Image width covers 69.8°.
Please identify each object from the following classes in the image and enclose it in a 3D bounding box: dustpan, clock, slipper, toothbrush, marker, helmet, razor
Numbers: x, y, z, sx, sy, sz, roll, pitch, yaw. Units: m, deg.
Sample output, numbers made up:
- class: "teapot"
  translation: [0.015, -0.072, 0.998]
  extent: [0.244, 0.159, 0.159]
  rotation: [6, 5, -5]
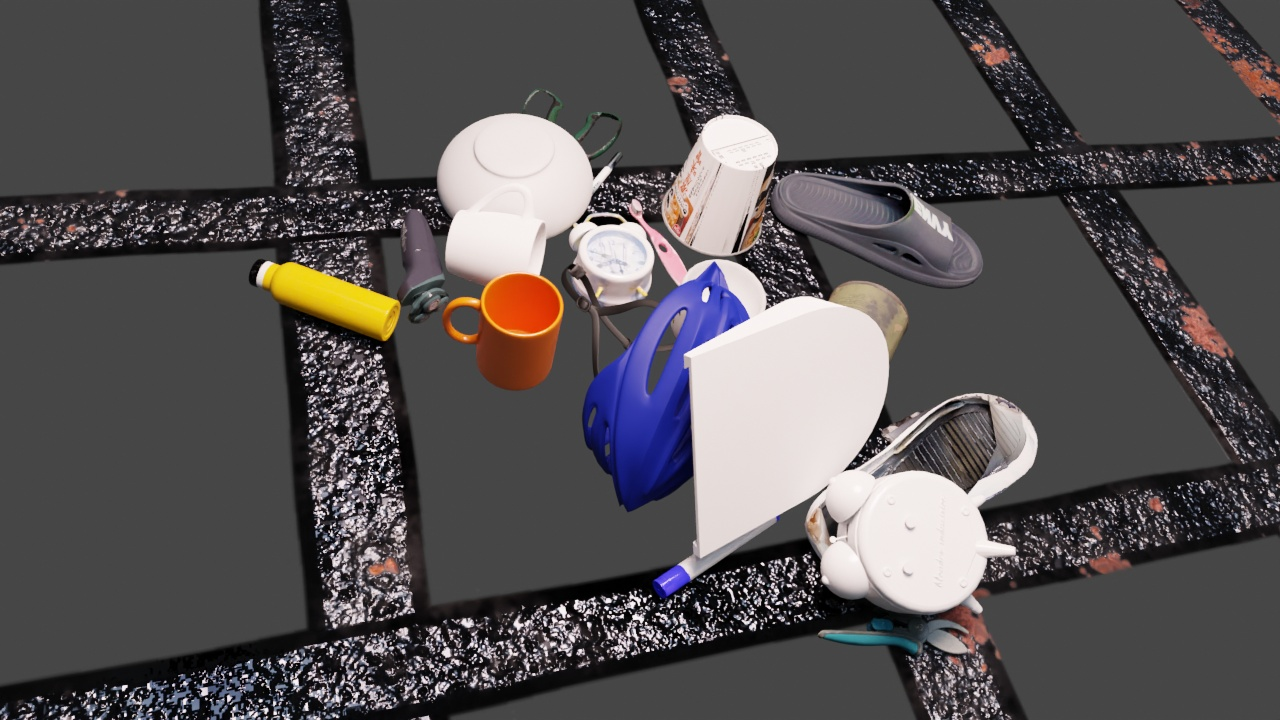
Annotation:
- class: "dustpan"
  translation: [0.130, 0.041, 0.858]
  extent: [0.257, 0.192, 0.053]
  rotation: [-21, 28, -34]
- class: "clock"
  translation: [0.245, 0.163, 0.824]
  extent: [0.161, 0.073, 0.125]
  rotation: [10, 75, -9]
- class: "slipper"
  translation: [0.293, -0.178, 1.105]
  extent: [0.268, 0.083, 0.110]
  rotation: [20, 53, 3]
- class: "toothbrush"
  translation: [0.021, -0.133, 1.050]
  extent: [0.021, 0.016, 0.135]
  rotation: [-21, 63, -23]
- class: "clock"
  translation: [-0.032, -0.114, 1.005]
  extent: [0.088, 0.052, 0.125]
  rotation: [-3, 55, -14]
- class: "marker"
  translation: [-0.058, -0.201, 1.081]
  extent: [0.011, 0.011, 0.151]
  rotation: [28, 55, 6]
- class: "marker"
  translation: [0.073, 0.176, 0.852]
  extent: [0.141, 0.020, 0.020]
  rotation: [-28, 67, -27]
- class: "helmet"
  translation: [-0.005, 0.005, 0.878]
  extent: [0.228, 0.147, 0.241]
  rotation: [29, 85, 26]
- class: "razor"
  translation: [-0.232, -0.102, 0.957]
  extent: [0.052, 0.047, 0.142]
  rotation: [10, 48, -37]
- class: "slipper"
  translation: [0.273, 0.118, 0.909]
  extent: [0.263, 0.063, 0.111]
  rotation: [-32, 88, -16]

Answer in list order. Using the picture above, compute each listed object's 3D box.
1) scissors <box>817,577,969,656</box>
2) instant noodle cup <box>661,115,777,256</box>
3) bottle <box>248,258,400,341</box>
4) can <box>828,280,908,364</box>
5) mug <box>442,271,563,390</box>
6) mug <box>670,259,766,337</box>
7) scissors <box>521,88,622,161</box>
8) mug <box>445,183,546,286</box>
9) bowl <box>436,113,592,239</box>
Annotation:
- class: "scissors"
  translation: [0.225, 0.241, 0.845]
  extent: [0.154, 0.019, 0.126]
  rotation: [-23, 66, -27]
- class: "instant noodle cup"
  translation: [0.097, -0.205, 1.051]
  extent: [0.123, 0.122, 0.123]
  rotation: [6, 56, -9]
- class: "bottle"
  translation: [-0.314, -0.063, 0.908]
  extent: [0.143, 0.043, 0.043]
  rotation: [20, 55, 1]
- class: "can"
  translation: [0.232, -0.027, 0.982]
  extent: [0.090, 0.090, 0.074]
  rotation: [30, 56, 8]
- class: "mug"
  translation: [-0.137, -0.030, 0.895]
  extent: [0.112, 0.096, 0.077]
  rotation: [8, 55, -8]
- class: "mug"
  translation: [0.081, -0.044, 0.972]
  extent: [0.094, 0.068, 0.115]
  rotation: [11, 55, -6]
- class: "scissors"
  translation: [-0.084, -0.247, 1.104]
  extent: [0.137, 0.015, 0.209]
  rotation: [11, 56, -8]
- class: "mug"
  translation: [-0.148, -0.130, 0.953]
  extent: [0.087, 0.114, 0.080]
  rotation: [12, 23, 2]
- class: "bowl"
  translation: [-0.140, -0.218, 1.027]
  extent: [0.176, 0.066, 0.176]
  rotation: [2, 59, -4]
